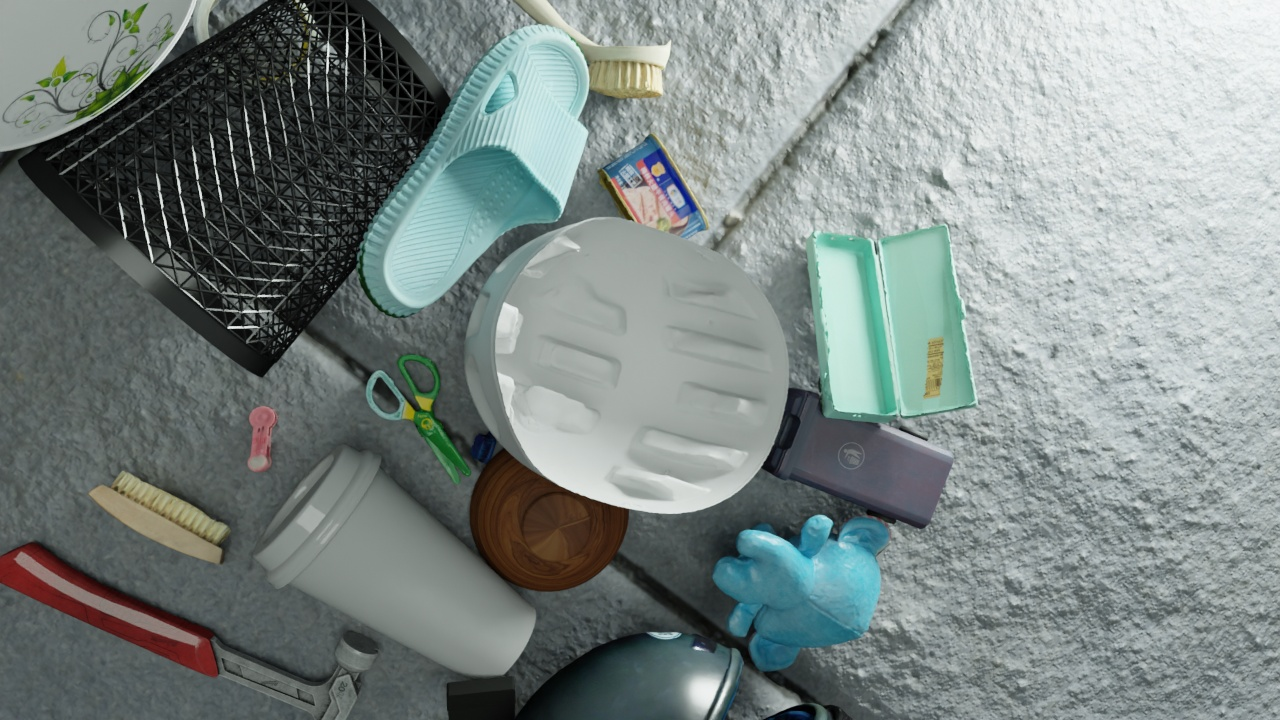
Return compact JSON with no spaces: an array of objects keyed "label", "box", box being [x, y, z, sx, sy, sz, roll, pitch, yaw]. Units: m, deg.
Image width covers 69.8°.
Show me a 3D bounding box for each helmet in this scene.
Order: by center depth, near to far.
[{"label":"helmet","box":[-0.005,0.005,0.764,0.282,0.184,0.224,13,90,-14]},{"label":"helmet","box":[0.019,0.345,0.765,0.316,0.249,0.236,-33,79,-8]}]

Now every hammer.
[{"label":"hammer","box":[-0.397,0.241,0.786,0.315,0.036,0.126,28,91,-10]}]

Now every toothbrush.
[{"label":"toothbrush","box":[-0.113,0.002,0.827,0.017,0.016,0.190,22,89,-56]}]

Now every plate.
[{"label":"plate","box":[-0.418,-0.233,0.665,0.229,0.030,0.229,-5,63,9]}]

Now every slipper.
[{"label":"slipper","box":[-0.110,-0.145,0.697,0.275,0.069,0.116,-58,144,-18]}]

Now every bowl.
[{"label":"bowl","box":[-0.078,0.142,0.819,0.147,0.069,0.147,-1,94,-11]}]

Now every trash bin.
[{"label":"trash bin","box":[-0.279,-0.150,0.699,0.217,0.217,0.243,46,78,-10]},{"label":"trash bin","box":[0.195,0.090,0.860,0.161,0.092,0.094,22,89,-7]}]

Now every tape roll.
[{"label":"tape roll","box":[-0.313,-0.270,0.751,0.093,0.019,0.094,-14,118,-28]}]

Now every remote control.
[{"label":"remote control","box":[-0.140,0.319,0.808,0.058,0.013,0.134,-2,133,-11]}]

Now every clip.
[{"label":"clip","box":[-0.326,0.069,0.785,0.023,0.044,0.060,4,106,-15]}]

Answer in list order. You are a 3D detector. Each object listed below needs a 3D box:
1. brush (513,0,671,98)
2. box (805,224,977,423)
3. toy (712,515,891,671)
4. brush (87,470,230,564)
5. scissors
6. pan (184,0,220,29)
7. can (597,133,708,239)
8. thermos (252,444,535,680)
[{"label":"brush","box":[-0.091,-0.314,0.798,0.272,0.062,0.077,34,83,-7]},{"label":"box","box":[0.224,-0.036,0.833,0.138,0.057,0.186,0,66,2]},{"label":"toy","box":[0.135,0.199,0.846,0.180,0.115,0.183,30,104,-29]},{"label":"brush","box":[-0.398,0.133,0.769,0.117,0.049,0.039,31,69,-12]},{"label":"scissors","box":[-0.197,0.060,0.820,0.071,0.014,0.130,-25,97,-8]},{"label":"pan","box":[-0.399,-0.428,0.728,0.200,0.051,0.356,14,91,-11]},{"label":"can","box":[0.010,-0.145,0.825,0.059,0.054,0.100,-33,99,-5]},{"label":"thermos","box":[-0.198,0.181,0.778,0.222,0.131,0.131,42,86,-18]}]
